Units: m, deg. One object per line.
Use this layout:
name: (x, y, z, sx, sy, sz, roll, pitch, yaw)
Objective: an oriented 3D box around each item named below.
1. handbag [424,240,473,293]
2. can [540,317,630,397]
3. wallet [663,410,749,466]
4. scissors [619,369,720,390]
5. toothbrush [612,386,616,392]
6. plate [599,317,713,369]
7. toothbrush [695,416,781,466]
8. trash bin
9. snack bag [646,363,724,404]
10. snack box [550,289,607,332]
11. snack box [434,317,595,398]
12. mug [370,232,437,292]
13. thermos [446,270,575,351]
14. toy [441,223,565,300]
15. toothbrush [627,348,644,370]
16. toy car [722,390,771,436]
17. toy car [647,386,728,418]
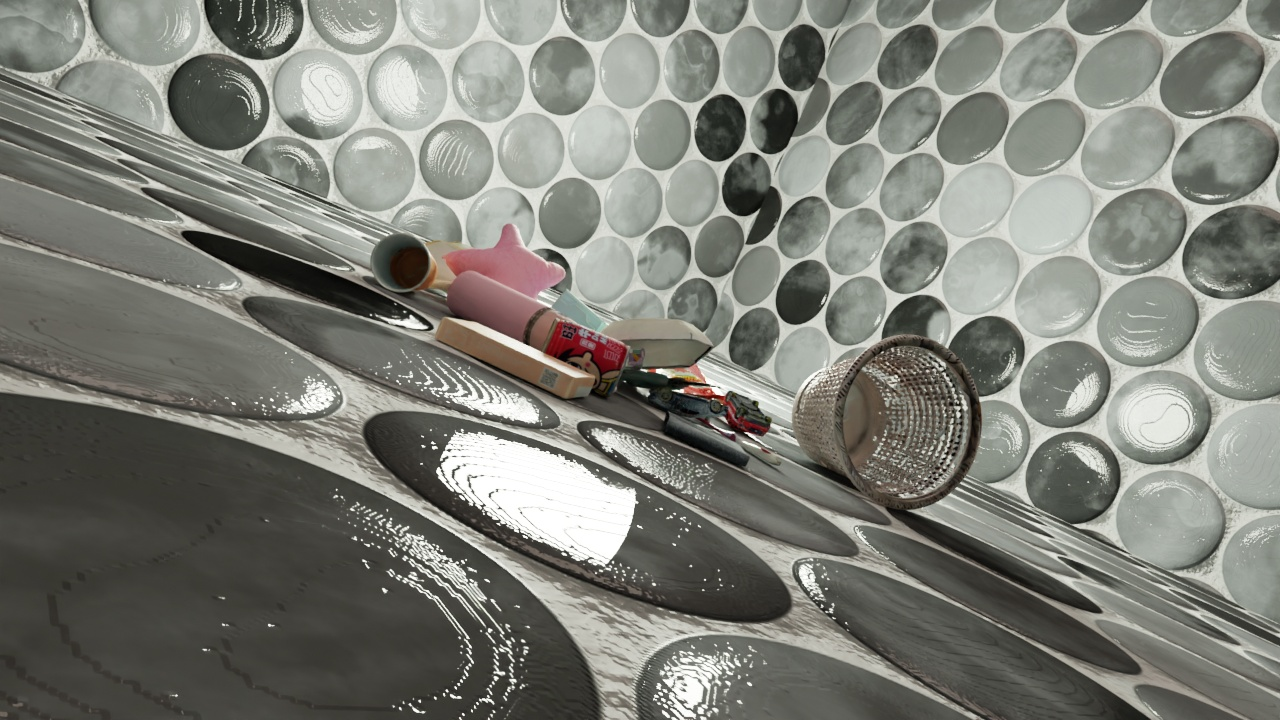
handbag: (-0.294, -0.134, 1.411, 0.163, 0.063, 0.178, 30, 22, 30)
can: (-0.067, -0.004, 1.061, 0.094, 0.066, 0.066, 23, 4, -8)
wallet: (0.072, 0.086, 1.027, 0.097, 0.019, 0.121, 25, 3, 0)
scissors: (0.030, 0.029, 1.230, 0.178, 0.019, 0.169, 6, -7, 14)
toothbrush: (-0.112, 0.001, 1.115, 0.180, 0.016, 0.016, 23, -2, 4)
plate: (0.005, -0.021, 1.251, 0.162, 0.034, 0.266, 1, -9, -6)
toothbrush: (0.122, 0.096, 1.165, 0.016, 0.017, 0.188, 23, 3, -33)
trash bin: (0.318, 0.081, 1.270, 0.227, 0.227, 0.192, 22, -8, -18)
snack bag: (0.065, 0.026, 1.477, 0.128, 0.073, 0.207, 18, 10, -9)
snack box: (-0.085, -0.049, 1.364, 0.074, 0.051, 0.175, 42, -2, 9)
snack box: (-0.131, -0.003, 0.971, 0.157, 0.026, 0.084, 25, 4, 11)
mug: (-0.317, -0.129, 1.257, 0.078, 0.078, 0.123, 23, 0, -4)
thermos: (-0.156, -0.054, 1.198, 0.199, 0.067, 0.087, 24, 8, 30)
toy: (-0.203, -0.126, 1.345, 0.178, 0.194, 0.075, 24, -39, -14)
toothbrush: (-0.007, 0.007, 1.249, 0.021, 0.029, 0.189, 48, -6, 4)
toy car: (0.151, 0.081, 1.332, 0.053, 0.045, 0.120, 20, 11, -12)
toy car: (0.060, 0.057, 1.180, 0.105, 0.031, 0.049, 13, -4, -3)
